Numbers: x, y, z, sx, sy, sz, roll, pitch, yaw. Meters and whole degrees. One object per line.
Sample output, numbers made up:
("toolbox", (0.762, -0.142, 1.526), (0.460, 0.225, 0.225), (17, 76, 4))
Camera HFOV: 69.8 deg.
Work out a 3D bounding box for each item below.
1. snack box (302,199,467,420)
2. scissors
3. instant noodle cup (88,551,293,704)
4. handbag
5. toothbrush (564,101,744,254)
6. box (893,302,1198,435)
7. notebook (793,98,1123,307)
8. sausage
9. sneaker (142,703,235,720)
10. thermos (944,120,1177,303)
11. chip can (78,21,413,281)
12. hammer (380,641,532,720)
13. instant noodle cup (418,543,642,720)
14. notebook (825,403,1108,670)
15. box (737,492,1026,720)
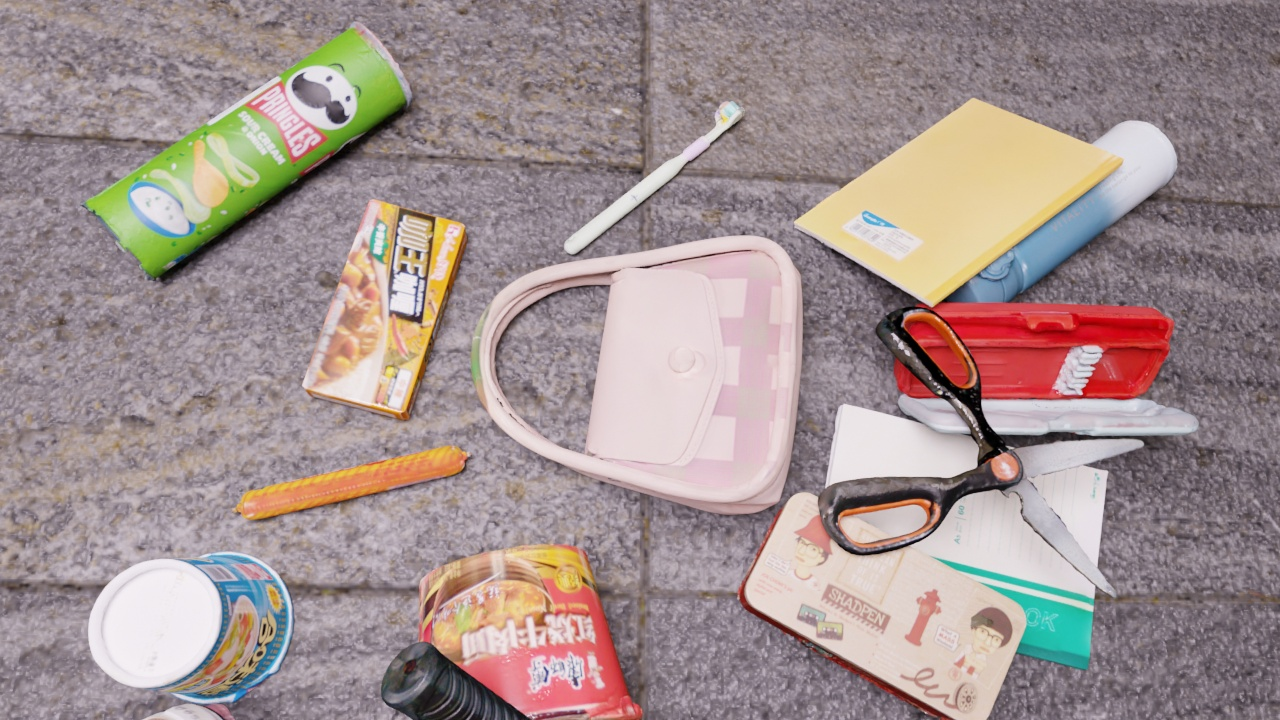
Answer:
("snack box", (-0.185, -0.038, 0.674), (0.075, 0.026, 0.153), (15, 72, -2))
("scissors", (0.217, 0.065, 0.601), (0.220, 0.022, 0.233), (-26, 71, -12))
("instant noodle cup", (-0.274, 0.161, 0.560), (0.099, 0.110, 0.099), (2, 72, -6))
("handbag", (-0.004, 0.004, 0.658), (0.234, 0.093, 0.193), (7, 71, 4))
("toothbrush", (0.011, -0.146, 0.731), (0.189, 0.029, 0.020), (-42, 122, -14))
("box", (0.295, 0.019, 0.665), (0.201, 0.095, 0.100), (1, 35, -5))
("notebook", (0.245, -0.131, 0.716), (0.206, 0.010, 0.146), (-35, 48, -15))
("sausage", (-0.199, 0.085, 0.637), (0.165, 0.021, 0.021), (-12, 75, -10))
("sneaker", (-0.307, 0.288, 0.532), (0.241, 0.088, 0.118), (-45, 69, 5))
("thermos", (0.326, -0.110, 0.726), (0.220, 0.070, 0.070), (-35, 79, -15))
("chip can", (-0.284, -0.155, 0.677), (0.235, 0.072, 0.072), (-40, 81, -15))
("hammer", (-0.025, 0.235, 0.491), (0.128, 0.033, 0.301), (-46, 124, -10))
("instant noodle cup", (-0.077, 0.182, 0.568), (0.138, 0.138, 0.108), (-9, 65, -9))
("notebook", (0.235, 0.128, 0.674), (0.209, 0.012, 0.150), (14, 73, -2))
("box", (0.157, 0.165, 0.617), (0.168, 0.078, 0.091), (28, 75, 8))
